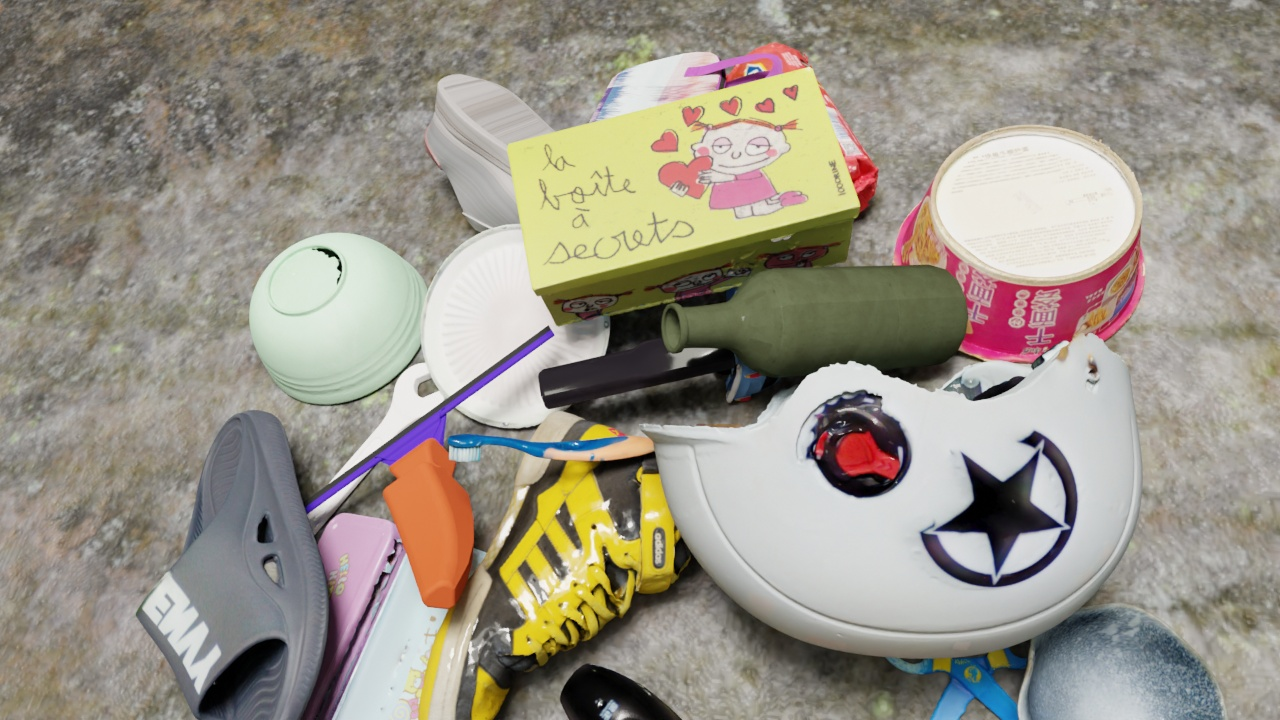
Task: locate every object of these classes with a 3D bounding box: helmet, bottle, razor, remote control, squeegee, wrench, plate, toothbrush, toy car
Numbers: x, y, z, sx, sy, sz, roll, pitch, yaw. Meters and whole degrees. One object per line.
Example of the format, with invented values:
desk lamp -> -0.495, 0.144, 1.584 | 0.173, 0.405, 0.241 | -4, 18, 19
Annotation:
helmet -> 0.137, 0.083, 0.517 | 0.264, 0.236, 0.163 | -7, 85, 2
bottle -> 0.114, -0.026, 0.608 | 0.206, 0.072, 0.071 | -4, 56, -22
razor -> 0.010, 0.230, 0.537 | 0.140, 0.064, 0.053 | 32, 70, 23
remote control -> -0.004, 0.004, 0.635 | 0.136, 0.015, 0.032 | -13, 67, 5
squeegee -> -0.134, 0.095, 0.587 | 0.249, 0.055, 0.184 | -36, 29, 1
wrench -> -0.238, 0.110, 0.691 | 0.047, 0.009, 0.272 | 29, 70, 25
plate -> -0.096, -0.027, 0.705 | 0.157, 0.014, 0.157 | -1, 86, 15
toothbrush -> -0.052, 0.055, 0.569 | 0.135, 0.017, 0.021 | 2, 24, -18
toy car -> 0.083, -0.045, 0.683 | 0.055, 0.056, 0.153 | 5, 66, -1

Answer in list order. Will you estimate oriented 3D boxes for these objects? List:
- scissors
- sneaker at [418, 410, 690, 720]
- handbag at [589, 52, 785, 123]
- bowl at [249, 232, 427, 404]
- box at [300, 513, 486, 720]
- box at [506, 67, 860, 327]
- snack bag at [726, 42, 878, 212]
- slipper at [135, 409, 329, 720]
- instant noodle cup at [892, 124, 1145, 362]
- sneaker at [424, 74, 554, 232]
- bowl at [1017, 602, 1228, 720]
scissors -> 0.197, 0.187, 0.554 | 0.130, 0.014, 0.125 | 31, 72, 25
sneaker -> -0.040, 0.146, 0.582 | 0.122, 0.086, 0.238 | 9, 59, 21
handbag -> 0.046, -0.202, 0.736 | 0.170, 0.068, 0.144 | -2, 55, 44
bowl -> -0.254, -0.046, 0.746 | 0.151, 0.077, 0.150 | -5, 61, 9
box -> -0.187, 0.211, 0.603 | 0.149, 0.051, 0.213 | 12, 64, 14
box -> 0.027, -0.110, 0.641 | 0.221, 0.082, 0.124 | -10, 67, 2
snack bag -> 0.130, -0.183, 0.747 | 0.082, 0.082, 0.176 | -21, 59, -1
slipper -> -0.272, 0.131, 0.598 | 0.111, 0.083, 0.268 | -47, 46, 21
instant noodle cup -> 0.277, -0.094, 0.661 | 0.179, 0.078, 0.178 | -5, 59, 8
sneaker -> -0.093, -0.130, 0.765 | 0.236, 0.090, 0.099 | 47, 43, 10
bowl -> 0.257, 0.193, 0.508 | 0.110, 0.055, 0.110 | 0, 66, 0
